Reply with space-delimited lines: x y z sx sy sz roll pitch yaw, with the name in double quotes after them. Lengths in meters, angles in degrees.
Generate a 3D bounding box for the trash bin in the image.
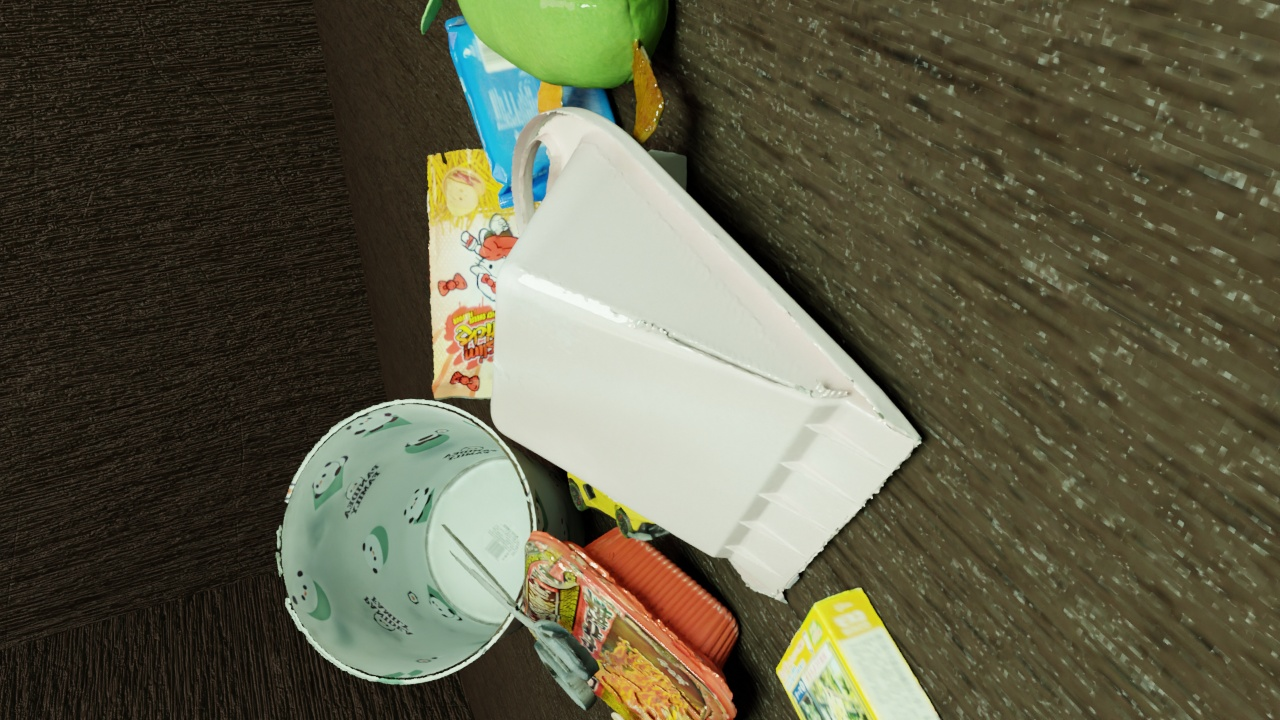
-0.170 0.168 0.868 0.252 0.230 0.229 42 -152 -74 "trash bin"

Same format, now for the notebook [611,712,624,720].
0.056 0.357 0.657 0.148 0.008 0.208 22 141 54 "notebook"

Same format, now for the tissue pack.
-0.073 -0.181 0.640 0.052 0.095 0.157 107 146 -76 "tissue pack"

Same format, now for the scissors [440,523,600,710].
-0.087 0.192 0.681 0.160 0.014 0.174 -6 118 56 "scissors"

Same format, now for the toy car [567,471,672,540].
-0.002 0.090 0.664 0.156 0.071 0.041 15 121 65 "toy car"

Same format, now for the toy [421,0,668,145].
-0.046 -0.222 0.529 0.247 0.089 0.227 37 135 45 "toy"

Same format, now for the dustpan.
0.018 -0.015 0.517 0.273 0.138 0.223 27 147 4 "dustpan"

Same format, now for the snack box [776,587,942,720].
0.121 0.197 0.461 0.087 0.033 0.140 100 148 -48 "snack box"

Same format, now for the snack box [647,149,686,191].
-0.015 -0.071 0.602 0.157 0.026 0.084 160 112 -65 "snack box"

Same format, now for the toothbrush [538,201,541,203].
-0.070 -0.141 0.684 0.220 0.027 0.026 -106 2 -46 "toothbrush"

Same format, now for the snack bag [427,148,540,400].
-0.117 -0.072 0.773 0.073 0.128 0.208 -162 68 -75 "snack bag"

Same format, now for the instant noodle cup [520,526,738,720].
0.000 0.202 0.667 0.189 0.078 0.165 38 145 20 "instant noodle cup"

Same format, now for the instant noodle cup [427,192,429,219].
-0.139 -0.127 0.846 0.112 0.099 0.111 167 90 -69 "instant noodle cup"
